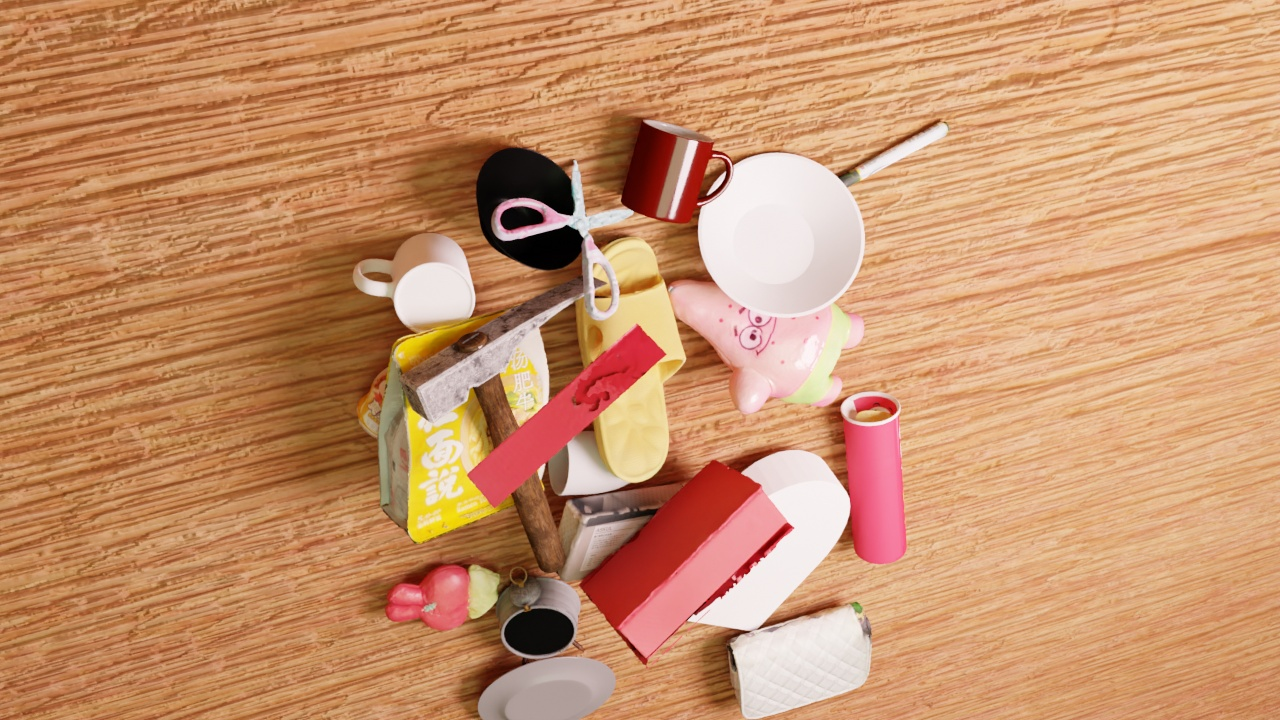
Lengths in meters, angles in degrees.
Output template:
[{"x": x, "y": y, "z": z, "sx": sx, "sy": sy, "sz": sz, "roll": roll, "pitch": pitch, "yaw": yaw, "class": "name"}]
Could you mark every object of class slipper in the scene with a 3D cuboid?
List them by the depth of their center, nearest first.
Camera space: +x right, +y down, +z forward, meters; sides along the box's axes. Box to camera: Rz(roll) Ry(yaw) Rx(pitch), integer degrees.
[{"x": -0.006, "y": 0.006, "z": 0.955, "sx": 0.099, "sy": 0.078, "sz": 0.263, "roll": -13, "pitch": 107, "yaw": -28, "class": "slipper"}]

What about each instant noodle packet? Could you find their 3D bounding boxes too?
[{"x": -0.172, "y": 0.055, "z": 0.913, "sx": 0.162, "sy": 0.084, "sz": 0.222, "roll": -18, "pitch": 131, "yaw": -36, "class": "instant noodle packet"}]

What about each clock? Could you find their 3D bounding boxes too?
[{"x": -0.128, "y": 0.303, "z": 1.111, "sx": 0.104, "sy": 0.056, "sz": 0.148, "roll": -15, "pitch": 124, "yaw": 2, "class": "clock"}]

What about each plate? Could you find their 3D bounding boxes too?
[{"x": 0.144, "y": -0.127, "z": 0.959, "sx": 0.174, "sy": 0.036, "sz": 0.174, "roll": 1, "pitch": 82, "yaw": -6, "class": "plate"}, {"x": -0.118, "y": 0.434, "z": 1.176, "sx": 0.178, "sy": 0.012, "sz": 0.179, "roll": -9, "pitch": 134, "yaw": -10, "class": "plate"}]

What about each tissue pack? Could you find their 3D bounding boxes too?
[{"x": -0.024, "y": 0.198, "z": 1.068, "sx": 0.181, "sy": 0.071, "sz": 0.104, "roll": -4, "pitch": 121, "yaw": -43, "class": "tissue pack"}]

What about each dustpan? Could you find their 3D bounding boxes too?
[{"x": 0.145, "y": 0.225, "z": 1.149, "sx": 0.191, "sy": 0.053, "sz": 0.258, "roll": 20, "pitch": 117, "yaw": -36, "class": "dustpan"}]

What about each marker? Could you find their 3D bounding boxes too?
[{"x": 0.266, "y": -0.218, "z": 0.987, "sx": 0.146, "sy": 0.017, "sz": 0.017, "roll": -28, "pitch": 119, "yaw": 0, "class": "marker"}]

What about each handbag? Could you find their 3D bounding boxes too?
[{"x": 0.212, "y": 0.400, "z": 1.242, "sx": 0.194, "sy": 0.072, "sz": 0.139, "roll": -14, "pitch": 128, "yaw": -9, "class": "handbag"}]

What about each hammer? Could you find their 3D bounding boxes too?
[{"x": -0.096, "y": 0.081, "z": 0.927, "sx": 0.217, "sy": 0.037, "sz": 0.301, "roll": -35, "pitch": 129, "yaw": -28, "class": "hammer"}]

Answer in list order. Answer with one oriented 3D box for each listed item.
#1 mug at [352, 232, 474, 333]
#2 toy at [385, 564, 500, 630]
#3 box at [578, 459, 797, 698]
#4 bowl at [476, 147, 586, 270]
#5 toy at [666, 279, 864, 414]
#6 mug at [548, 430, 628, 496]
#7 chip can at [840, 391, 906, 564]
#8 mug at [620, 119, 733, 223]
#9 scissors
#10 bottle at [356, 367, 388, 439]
[{"x": -0.218, "y": -0.076, "z": 0.880, "sx": 0.110, "sy": 0.090, "sz": 0.074, "roll": 6, "pitch": 113, "yaw": -18, "class": "mug"}, {"x": -0.231, "y": 0.278, "z": 1.077, "sx": 0.135, "sy": 0.045, "sz": 0.092, "roll": -7, "pitch": 120, "yaw": -17, "class": "toy"}, {"x": 0.079, "y": 0.273, "z": 1.073, "sx": 0.212, "sy": 0.148, "sz": 0.375, "roll": -42, "pitch": 142, "yaw": -11, "class": "box"}, {"x": -0.117, "y": -0.137, "z": 0.887, "sx": 0.124, "sy": 0.123, "sz": 0.053, "roll": 34, "pitch": 146, "yaw": -27, "class": "bowl"}, {"x": 0.135, "y": -0.034, "z": 1.000, "sx": 0.236, "sy": 0.097, "sz": 0.192, "roll": 22, "pitch": 83, "yaw": -14, "class": "toy"}, {"x": -0.056, "y": 0.126, "z": 1.046, "sx": 0.089, "sy": 0.071, "sz": 0.107, "roll": 2, "pitch": 142, "yaw": -24, "class": "mug"}, {"x": 0.294, "y": 0.150, "z": 1.146, "sx": 0.069, "sy": 0.069, "sz": 0.221, "roll": -16, "pitch": 119, "yaw": -8, "class": "chip can"}, {"x": 0.041, "y": -0.184, "z": 0.909, "sx": 0.105, "sy": 0.073, "sz": 0.083, "roll": 8, "pitch": 113, "yaw": -21, "class": "mug"}, {"x": -0.060, "y": -0.113, "z": 0.877, "sx": 0.170, "sy": 0.013, "sz": 0.175, "roll": -20, "pitch": 83, "yaw": -43, "class": "scissors"}, {"x": -0.241, "y": 0.030, "z": 0.942, "sx": 0.063, "sy": 0.063, "sz": 0.108, "roll": 32, "pitch": 103, "yaw": -27, "class": "bottle"}]
